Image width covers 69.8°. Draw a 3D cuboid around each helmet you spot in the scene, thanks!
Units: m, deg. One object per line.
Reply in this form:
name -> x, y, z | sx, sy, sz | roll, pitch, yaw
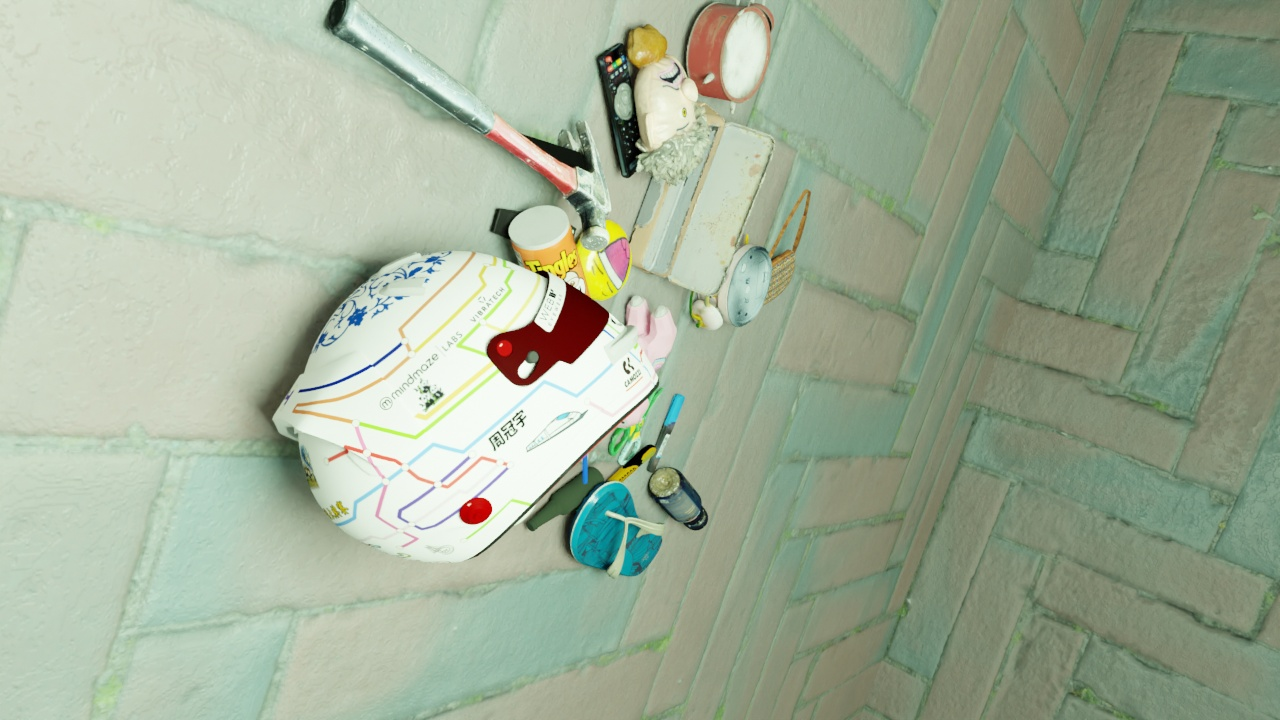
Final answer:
helmet -> -0.156, 0.018, 0.805 | 0.313, 0.231, 0.236 | -42, 104, -24

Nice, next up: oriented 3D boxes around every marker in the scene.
marker -> 0.036, 0.106, 1.333 | 0.018, 0.015, 0.123 | 13, 101, -53

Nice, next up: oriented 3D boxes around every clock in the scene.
clock -> 0.109, -0.387, 1.097 | 0.109, 0.062, 0.157 | 24, 89, -57
clock -> 0.120, -0.104, 1.287 | 0.157, 0.059, 0.117 | -32, 132, -42

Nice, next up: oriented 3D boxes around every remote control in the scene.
remote control -> -0.022, -0.275, 1.015 | 0.045, 0.021, 0.141 | -52, 142, -42
remote control -> -0.113, -0.138, 0.975 | 0.124, 0.010, 0.039 | 7, 104, -56

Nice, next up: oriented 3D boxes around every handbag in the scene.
handbag -> 0.205, -0.171, 1.349 | 0.093, 0.043, 0.196 | -34, 152, -38

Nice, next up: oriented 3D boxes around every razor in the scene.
razor -> -0.031, 0.165, 1.255 | 0.144, 0.021, 0.044 | -41, 140, -18

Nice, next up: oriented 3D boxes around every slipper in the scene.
slipper -> -0.020, 0.256, 1.278 | 0.118, 0.060, 0.295 | -48, 150, -7

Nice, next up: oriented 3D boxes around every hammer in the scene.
hammer -> -0.139, -0.223, 0.830 | 0.326, 0.036, 0.140 | 29, 45, -48

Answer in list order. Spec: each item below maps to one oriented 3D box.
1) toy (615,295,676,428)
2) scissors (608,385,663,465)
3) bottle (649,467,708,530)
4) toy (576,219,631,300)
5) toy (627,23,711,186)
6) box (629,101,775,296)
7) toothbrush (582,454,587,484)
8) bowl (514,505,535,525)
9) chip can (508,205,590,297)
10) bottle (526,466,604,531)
toy -> -0.007, 0.006, 1.166 | 0.123, 0.067, 0.158 | -43, 144, -35
scissors -> 0.002, 0.090, 1.276 | 0.131, 0.013, 0.078 | -52, 146, -22
bottle -> 0.062, 0.214, 1.397 | 0.056, 0.056, 0.161 | -57, 146, -15
toy -> -0.044, -0.115, 1.061 | 0.094, 0.041, 0.095 | -56, 143, -23
toy -> 0.031, -0.286, 1.018 | 0.132, 0.076, 0.176 | -60, 137, -49
box -> 0.077, -0.198, 1.136 | 0.121, 0.094, 0.217 | 15, 96, -54
toothbrush -> -0.070, 0.059, 1.118 | 0.016, 0.011, 0.187 | -12, 106, -54
bowl -> -0.159, 0.137, 1.020 | 0.176, 0.071, 0.177 | -32, 133, -43
chip can -> -0.086, -0.067, 0.996 | 0.062, 0.062, 0.211 | -48, 147, -27
bottle -> -0.097, 0.179, 1.169 | 0.122, 0.033, 0.033 | -34, 134, -40
